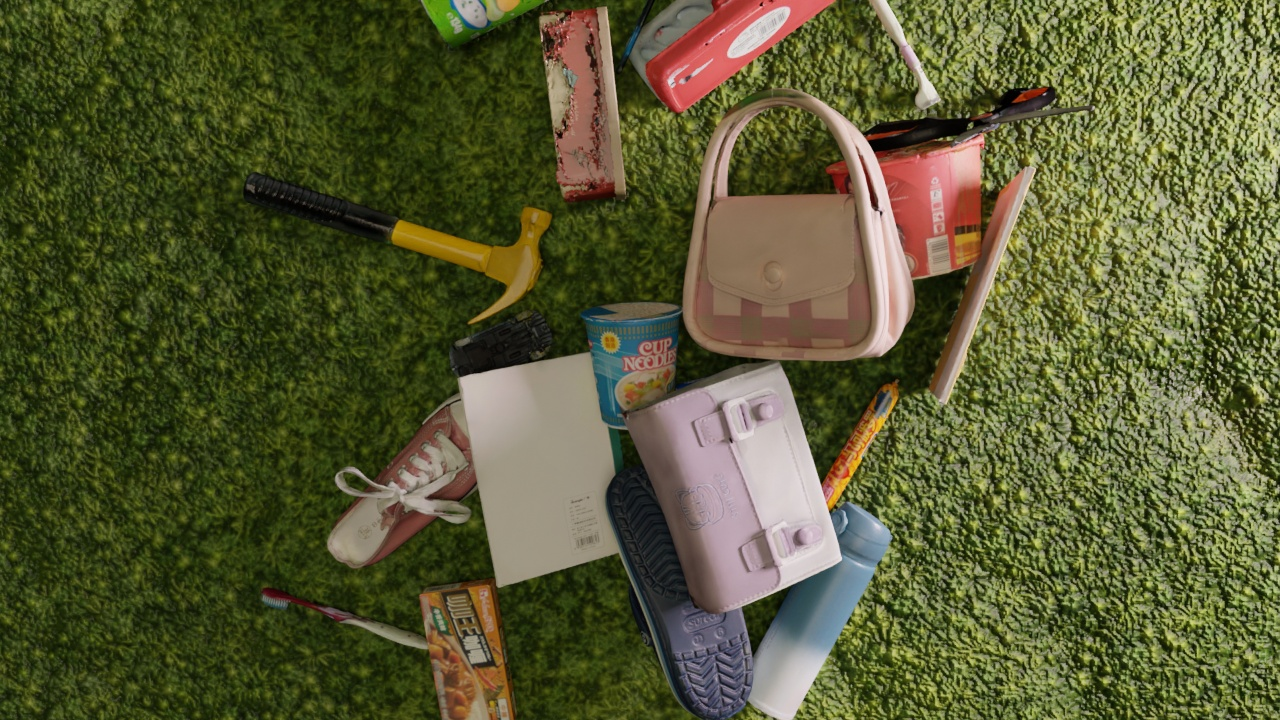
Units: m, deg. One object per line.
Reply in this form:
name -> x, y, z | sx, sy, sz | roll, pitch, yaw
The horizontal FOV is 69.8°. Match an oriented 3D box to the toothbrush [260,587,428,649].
toothbrush -> -0.309, 0.273, 0.960 | 0.187, 0.016, 0.017 | 18, 104, 1

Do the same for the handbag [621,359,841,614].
handbag -> 0.085, 0.112, 0.833 | 0.144, 0.098, 0.197 | -20, 94, -19

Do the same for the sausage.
sausage -> 0.212, 0.090, 0.909 | 0.021, 0.021, 0.165 | 29, 97, 0

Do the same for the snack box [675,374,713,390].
snack box -> 0.095, 0.089, 0.913 | 0.084, 0.026, 0.157 | -15, 95, 5

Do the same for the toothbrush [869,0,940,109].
toothbrush -> 0.229, -0.324, 0.866 | 0.029, 0.020, 0.189 | -31, 93, -25

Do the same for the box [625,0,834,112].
box -> 0.081, -0.327, 0.850 | 0.201, 0.095, 0.100 | -35, 69, 7

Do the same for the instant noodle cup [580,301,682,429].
instant noodle cup -> -0.005, 0.005, 0.881 | 0.099, 0.099, 0.110 | -3, 104, 3

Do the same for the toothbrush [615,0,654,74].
toothbrush -> 0.018, -0.348, 0.856 | 0.016, 0.014, 0.189 | 24, 82, -11

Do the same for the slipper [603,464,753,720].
slipper -> 0.039, 0.221, 0.899 | 0.105, 0.095, 0.252 | -18, 84, -22

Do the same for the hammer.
hammer -> -0.243, -0.127, 0.905 | 0.301, 0.033, 0.129 | 18, 96, 1

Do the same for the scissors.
scissors -> 0.287, -0.210, 0.798 | 0.221, 0.232, 0.022 | -2, 112, 42

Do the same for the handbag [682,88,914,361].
handbag -> 0.129, -0.117, 0.800 | 0.194, 0.093, 0.234 | 5, 111, 35

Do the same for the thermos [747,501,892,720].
thermos -> 0.172, 0.245, 0.907 | 0.070, 0.070, 0.220 | 26, 97, 0

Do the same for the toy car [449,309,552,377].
toy car -> -0.138, -0.013, 0.912 | 0.105, 0.031, 0.049 | -23, 94, 4

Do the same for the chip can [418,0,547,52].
chip can -> -0.091, -0.371, 0.851 | 0.236, 0.072, 0.072 | -25, 94, 6

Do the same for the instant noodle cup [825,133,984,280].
instant noodle cup -> 0.244, -0.136, 0.831 | 0.138, 0.137, 0.108 | -12, 104, 4

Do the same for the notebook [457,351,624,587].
notebook -> -0.088, 0.104, 0.902 | 0.150, 0.012, 0.209 | -12, 97, -21

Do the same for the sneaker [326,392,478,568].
sneaker -> -0.220, 0.122, 0.902 | 0.241, 0.087, 0.118 | -42, 93, 6

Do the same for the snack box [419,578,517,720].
snack box -> -0.177, 0.306, 0.951 | 0.075, 0.026, 0.154 | -8, 96, 3

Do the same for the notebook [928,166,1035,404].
notebook -> 0.303, -0.064, 0.827 | 0.010, 0.145, 0.206 | 20, 97, 12

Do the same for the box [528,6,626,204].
box -> -0.059, -0.233, 0.854 | 0.077, 0.091, 0.168 | -7, 96, 0
